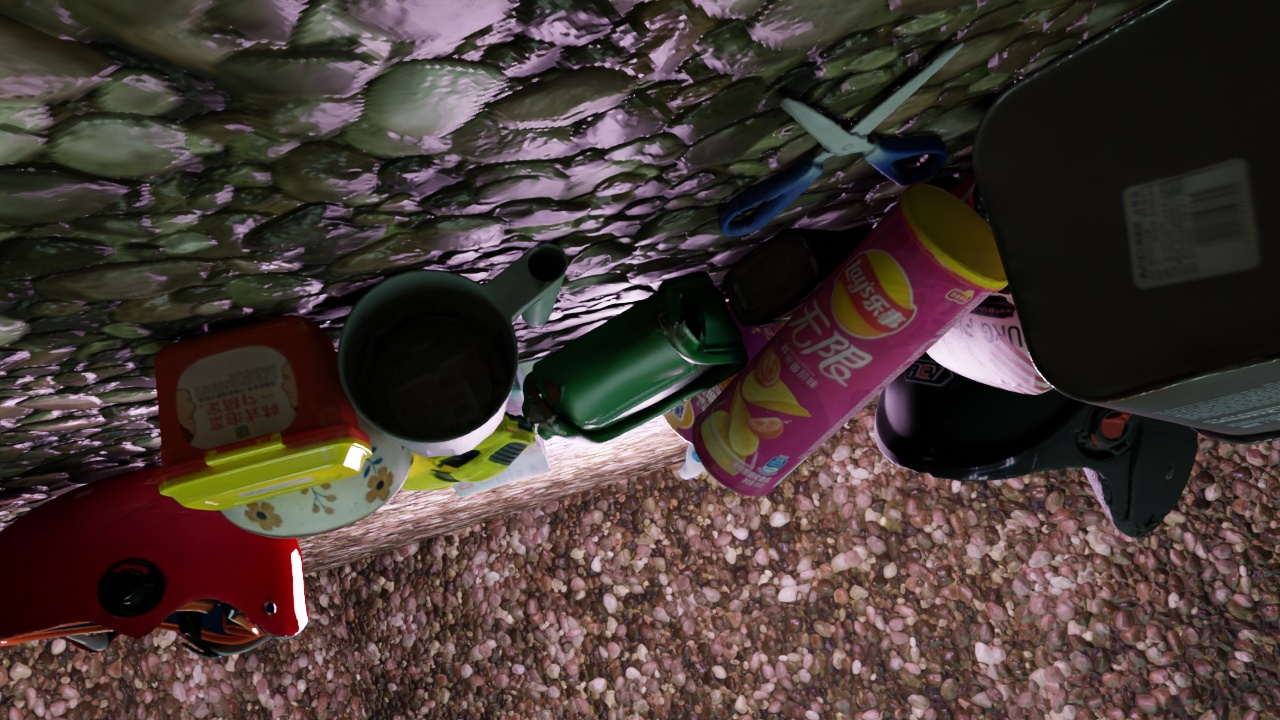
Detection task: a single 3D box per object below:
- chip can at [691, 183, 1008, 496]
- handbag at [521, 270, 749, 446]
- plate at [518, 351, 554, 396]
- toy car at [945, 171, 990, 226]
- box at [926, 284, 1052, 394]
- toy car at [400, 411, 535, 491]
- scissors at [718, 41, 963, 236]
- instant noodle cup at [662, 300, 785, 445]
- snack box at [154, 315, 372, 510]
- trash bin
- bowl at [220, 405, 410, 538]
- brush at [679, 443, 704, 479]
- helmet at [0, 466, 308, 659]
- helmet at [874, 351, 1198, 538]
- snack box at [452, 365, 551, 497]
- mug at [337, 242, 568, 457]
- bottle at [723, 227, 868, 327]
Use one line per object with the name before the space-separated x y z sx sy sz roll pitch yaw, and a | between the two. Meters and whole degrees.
chip can | 0.112 -0.003 0.535 0.071 0.071 0.211 -7 148 -42
handbag | -0.003 0.003 0.576 0.131 0.068 0.120 -30 175 20
plate | -0.076 0.024 0.764 0.163 0.034 0.164 -15 169 -3
toy car | 0.180 -0.075 0.539 0.052 0.045 0.121 -15 151 -51
box | 0.210 -0.019 0.584 0.081 0.075 0.163 -55 -166 5
toy car | -0.114 0.063 0.583 0.105 0.032 0.048 -24 154 22
scissors | 0.095 -0.096 0.430 0.162 0.012 0.176 -7 166 -38
instant noodle cup | 0.076 0.002 0.687 0.099 0.111 0.112 -18 173 -36
snack box | -0.188 0.025 0.454 0.091 0.080 0.082 -14 171 -9
trash bin | 0.293 -0.064 0.432 0.219 0.198 0.200 1 162 -41
bowl | -0.195 0.042 0.535 0.113 0.113 0.062 -12 126 -19
brush | 0.057 0.052 0.908 0.060 0.109 0.315 -17 170 -10
helmet | -0.378 0.151 0.696 0.239 0.143 0.208 8 158 -33
helmet | 0.333 0.012 0.783 0.274 0.230 0.234 -9 -167 -24
snack box | -0.112 0.041 0.641 0.074 0.051 0.175 -16 156 -5
mug | -0.092 -0.005 0.482 0.123 0.083 0.103 -39 177 -15
bottle | 0.137 -0.056 0.628 0.080 0.044 0.194 -34 163 36
